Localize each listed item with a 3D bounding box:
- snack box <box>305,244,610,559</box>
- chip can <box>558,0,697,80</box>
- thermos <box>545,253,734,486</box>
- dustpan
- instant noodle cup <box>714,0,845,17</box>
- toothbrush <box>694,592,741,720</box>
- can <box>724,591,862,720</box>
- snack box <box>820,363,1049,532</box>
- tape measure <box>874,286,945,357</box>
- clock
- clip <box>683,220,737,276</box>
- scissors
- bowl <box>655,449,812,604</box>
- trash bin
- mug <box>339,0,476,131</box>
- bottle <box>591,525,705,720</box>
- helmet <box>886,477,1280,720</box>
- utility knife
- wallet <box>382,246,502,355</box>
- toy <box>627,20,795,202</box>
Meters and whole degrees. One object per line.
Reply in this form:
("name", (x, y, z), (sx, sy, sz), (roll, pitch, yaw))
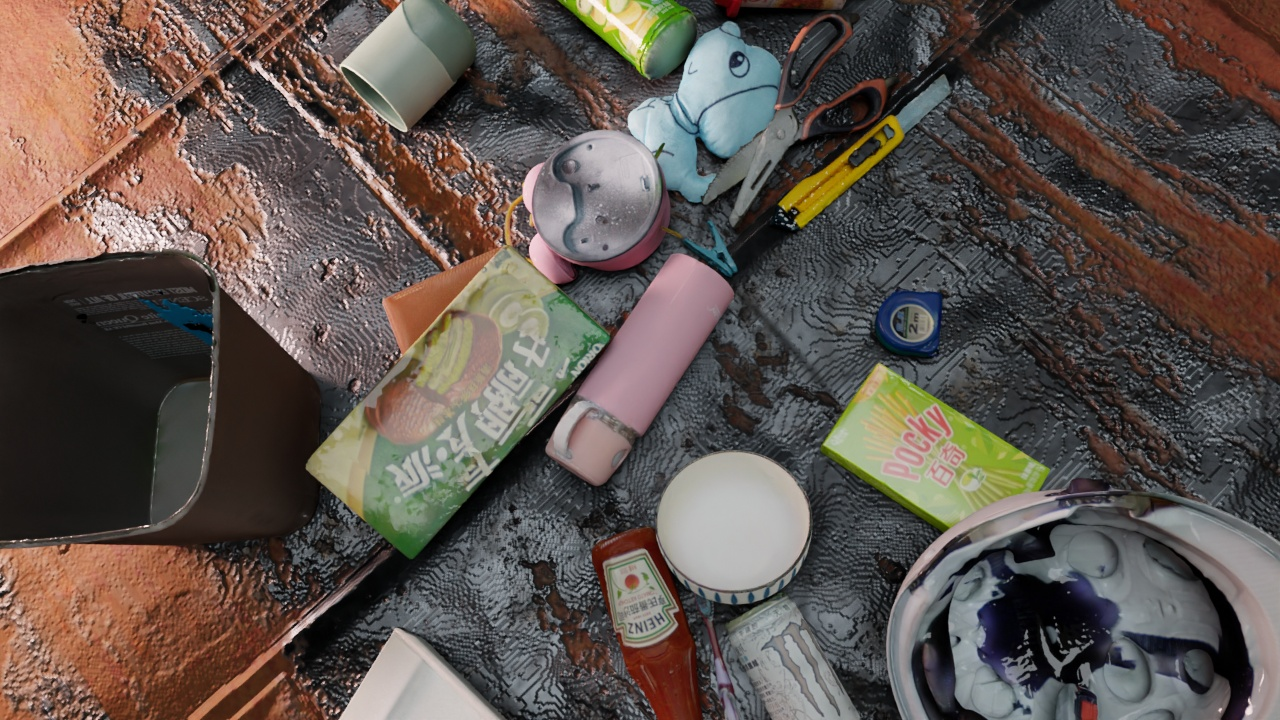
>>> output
("snack box", (-0.143, 0.032, 0.740), (0.114, 0.063, 0.240), (42, 86, -3))
("chip can", (-0.042, -0.354, 0.866), (0.072, 0.072, 0.221), (-43, 75, -8))
("thermos", (-0.004, 0.004, 0.748), (0.067, 0.087, 0.198), (30, 77, 26))
("dustpan", (-0.147, 0.346, 0.632), (0.258, 0.143, 0.222), (29, 78, 12))
("instant noodle cup", (0.137, -0.382, 0.841), (0.124, 0.116, 0.116), (7, 74, -4))
("toothbrush", (0.067, 0.259, 0.699), (0.016, 0.017, 0.187), (-14, 72, 2))
("can", (0.121, 0.249, 0.676), (0.058, 0.058, 0.146), (-28, 73, -3))
("snack box", (0.232, 0.079, 0.732), (0.156, 0.026, 0.085), (34, 79, 15))
("tape measure", (0.224, -0.031, 0.767), (0.054, 0.025, 0.058), (7, 70, 10))
("clock", (-0.047, -0.129, 0.797), (0.159, 0.060, 0.117), (-13, 76, 14))
("clip", (0.065, -0.096, 0.808), (0.034, 0.013, 0.055), (-41, 74, -6))
("scissors", (0.143, -0.210, 0.814), (0.213, 0.015, 0.197), (-4, 94, -14))
("bowl", (0.072, 0.134, 0.704), (0.116, 0.066, 0.116), (-5, 55, 7))
("trash bin", (-0.364, 0.050, 0.700), (0.199, 0.220, 0.198), (-6, 74, 4))
("mug", (-0.221, -0.285, 0.865), (0.106, 0.082, 0.112), (-50, 44, -9))
("bottle", (0.018, 0.230, 0.691), (0.060, 0.060, 0.206), (-19, 72, 0))
("helmet", (0.299, 0.190, 0.623), (0.259, 0.145, 0.229), (-20, 87, 11))
("utility knife", (0.200, -0.187, 0.821), (0.218, 0.015, 0.033), (-41, 77, -7))
("wallet", (-0.155, -0.035, 0.805), (0.124, 0.032, 0.101), (-24, 70, -3))
("toy", (0.065, -0.226, 0.829), (0.156, 0.050, 0.161), (-9, 85, 0))
